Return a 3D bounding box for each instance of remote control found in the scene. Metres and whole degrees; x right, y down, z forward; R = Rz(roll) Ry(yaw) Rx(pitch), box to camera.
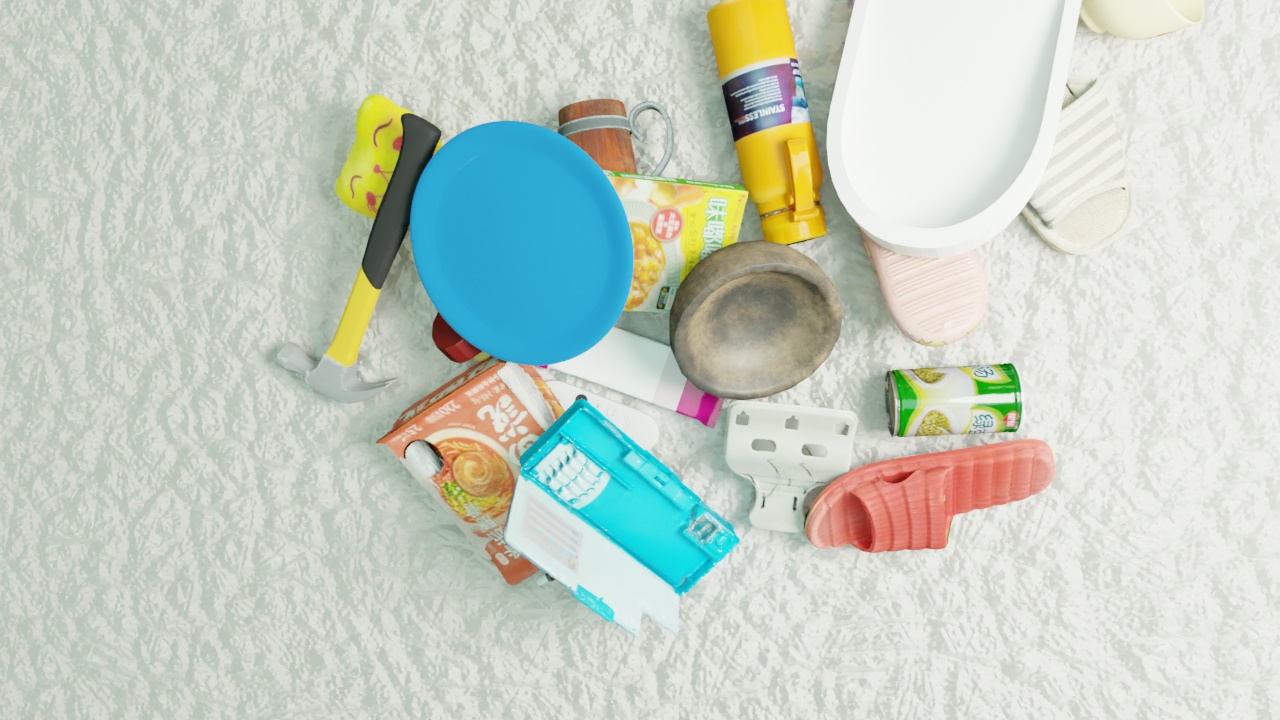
[{"bbox_3d":[-0.046,0.058,0.955,0.136,0.013,0.043,20,97,5],"label":"remote control"}]

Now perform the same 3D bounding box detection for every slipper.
[{"bbox_3d":[0.262,-0.099,0.878,0.093,0.081,0.197,-18,68,6],"label":"slipper"},{"bbox_3d":[0.376,-0.228,0.863,0.114,0.054,0.272,-27,89,4],"label":"slipper"},{"bbox_3d":[0.282,0.139,0.882,0.249,0.059,0.104,-16,130,5],"label":"slipper"}]

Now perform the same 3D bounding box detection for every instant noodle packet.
[{"bbox_3d":[-0.136,0.115,0.951,0.164,0.083,0.221,-31,103,14],"label":"instant noodle packet"}]

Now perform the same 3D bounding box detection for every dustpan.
[{"bbox_3d":[0.265,-0.222,0.806,0.192,0.053,0.257,11,91,22],"label":"dustpan"}]

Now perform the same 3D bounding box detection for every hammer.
[{"bbox_3d":[-0.264,-0.090,0.909,0.127,0.029,0.324,32,117,4],"label":"hammer"}]

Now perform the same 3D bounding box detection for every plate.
[{"bbox_3d":[-0.108,-0.105,0.838,0.224,0.024,0.225,8,112,19],"label":"plate"}]

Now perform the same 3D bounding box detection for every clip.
[{"bbox_3d":[0.145,0.095,0.923,0.126,0.105,0.152,7,128,7],"label":"clip"}]

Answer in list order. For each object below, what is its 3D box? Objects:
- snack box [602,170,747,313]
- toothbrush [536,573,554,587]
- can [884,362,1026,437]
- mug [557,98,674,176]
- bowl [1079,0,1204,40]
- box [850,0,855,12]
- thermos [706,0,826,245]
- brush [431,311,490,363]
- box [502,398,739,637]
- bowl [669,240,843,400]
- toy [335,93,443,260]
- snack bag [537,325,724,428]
[{"bbox_3d":[0.009,-0.109,0.873,0.167,0.027,0.132,2,117,-21],"label":"snack box"},{"bbox_3d":[-0.028,0.194,0.966,0.187,0.012,0.017,-30,94,8],"label":"toothbrush"},{"bbox_3d":[0.302,0.038,0.886,0.121,0.067,0.067,-3,94,7],"label":"can"},{"bbox_3d":[-0.023,-0.194,0.899,0.117,0.081,0.111,-8,90,7],"label":"mug"},{"bbox_3d":[0.440,-0.337,0.829,0.074,0.117,0.118,-26,92,50],"label":"bowl"},{"bbox_3d":[0.277,-0.292,0.852,0.152,0.040,0.214,-8,84,25],"label":"box"},{"bbox_3d":[0.122,-0.226,0.872,0.076,0.091,0.232,-11,94,21],"label":"thermos"},{"bbox_3d":[-0.129,-0.060,0.925,0.173,0.082,0.042,-35,128,8],"label":"brush"},{"bbox_3d":[-0.025,0.167,0.893,0.227,0.087,0.168,42,64,-21],"label":"box"},{"bbox_3d":[0.104,-0.044,0.872,0.162,0.070,0.162,-5,130,-7],"label":"bowl"},{"bbox_3d":[-0.205,-0.173,0.918,0.194,0.087,0.135,34,121,6],"label":"toy"},{"bbox_3d":[-0.006,0.005,0.945,0.196,0.016,0.070,19,95,4],"label":"snack bag"}]
